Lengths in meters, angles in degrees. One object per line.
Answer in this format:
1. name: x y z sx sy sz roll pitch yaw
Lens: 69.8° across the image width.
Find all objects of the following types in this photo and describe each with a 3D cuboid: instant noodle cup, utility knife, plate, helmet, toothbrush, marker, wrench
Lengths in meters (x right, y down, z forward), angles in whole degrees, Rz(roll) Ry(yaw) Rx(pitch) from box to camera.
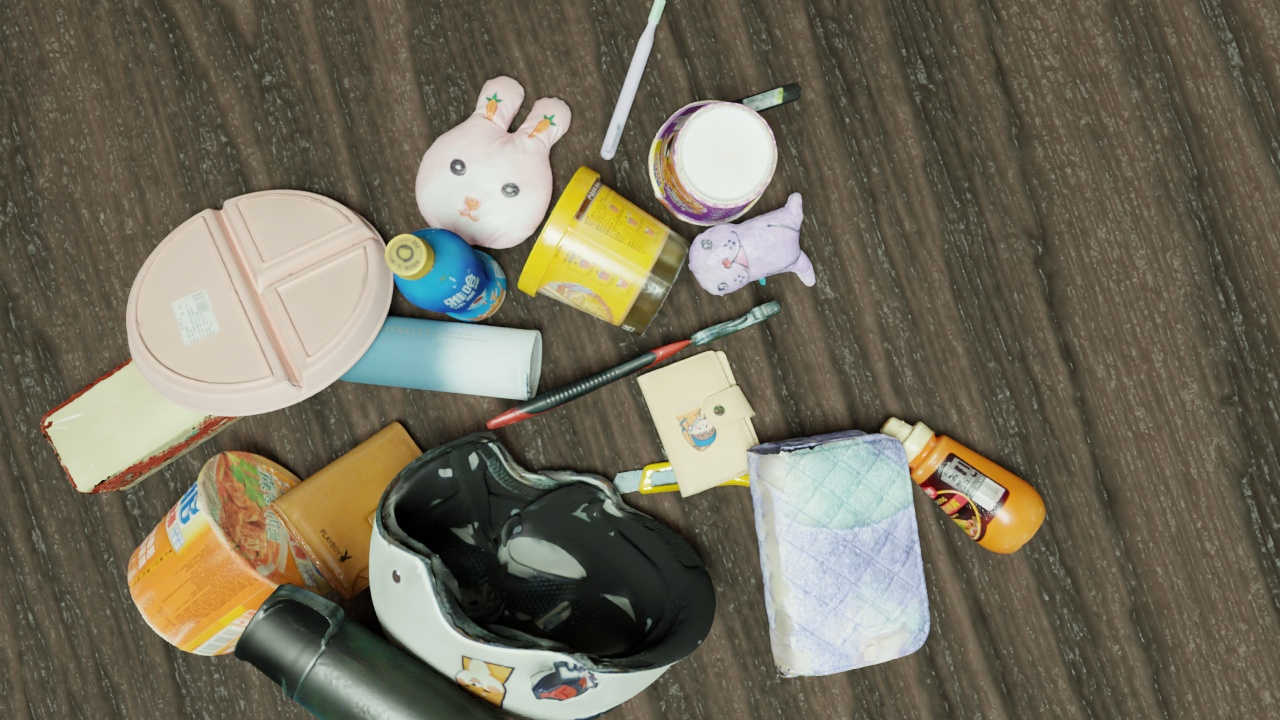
1. instant noodle cup: -0.027 -0.088 0.786 0.114 0.118 0.118 27 90 -5
2. utility knife: 0.060 0.103 0.823 0.181 0.015 0.033 -7 85 2
3. instant noodle cup: -0.346 0.169 0.780 0.111 0.151 0.151 -40 87 9
4. plate: -0.328 -0.059 0.786 0.229 0.028 0.229 -1 61 2
5. helmet: -0.094 0.195 0.742 0.274 0.229 0.157 24 115 -9
6. instant noodle cup: 0.066 -0.170 0.780 0.111 0.099 0.111 -1 99 -4
7. toothbrush: -0.001 -0.272 0.834 0.029 0.021 0.189 20 91 1
8. marker: 0.087 -0.227 0.832 0.124 0.015 0.018 -18 89 -1
9. wrench: -0.005 0.005 0.796 0.273 0.056 0.016 -22 85 -5

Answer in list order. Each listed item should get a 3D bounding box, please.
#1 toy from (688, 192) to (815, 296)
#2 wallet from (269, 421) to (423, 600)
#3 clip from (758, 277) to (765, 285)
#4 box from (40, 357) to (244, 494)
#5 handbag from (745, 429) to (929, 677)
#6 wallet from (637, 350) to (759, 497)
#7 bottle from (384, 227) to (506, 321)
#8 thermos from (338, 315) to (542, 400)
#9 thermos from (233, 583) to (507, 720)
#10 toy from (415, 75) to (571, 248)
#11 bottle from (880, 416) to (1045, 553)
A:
1. toy: 0.095 -0.092 0.801 0.108 0.039 0.084 -16 108 3
2. wallet: -0.233 0.129 0.795 0.131 0.031 0.108 -36 87 -36
3. clip: 0.100 -0.094 0.827 0.047 0.014 0.057 -6 90 4
4. box: -0.436 0.046 0.816 0.168 0.075 0.091 -32 87 2
5. handbag: 0.165 0.160 0.781 0.134 0.076 0.194 -7 89 -17
6. wallet: 0.057 0.053 0.814 0.087 0.024 0.115 -20 76 -5
7. bottle: -0.157 -0.069 0.735 0.065 0.218 0.065 0 89 2
8. thermos: -0.199 -0.007 0.812 0.220 0.070 0.070 6 89 2
9. thermos: -0.159 0.239 0.627 0.242 0.068 0.090 33 132 1
10. toy: -0.130 -0.178 0.822 0.121 0.054 0.159 22 82 2
11. bottle: 0.272 0.101 0.795 0.149 0.066 0.067 38 90 10
